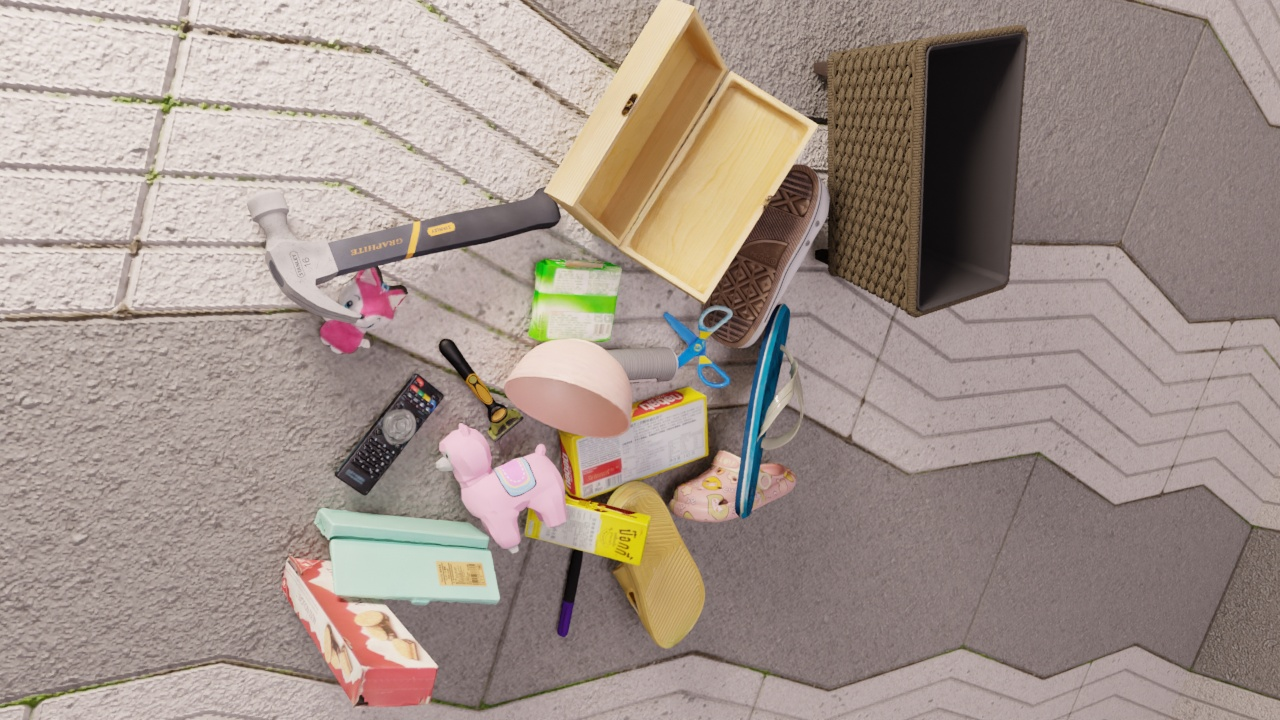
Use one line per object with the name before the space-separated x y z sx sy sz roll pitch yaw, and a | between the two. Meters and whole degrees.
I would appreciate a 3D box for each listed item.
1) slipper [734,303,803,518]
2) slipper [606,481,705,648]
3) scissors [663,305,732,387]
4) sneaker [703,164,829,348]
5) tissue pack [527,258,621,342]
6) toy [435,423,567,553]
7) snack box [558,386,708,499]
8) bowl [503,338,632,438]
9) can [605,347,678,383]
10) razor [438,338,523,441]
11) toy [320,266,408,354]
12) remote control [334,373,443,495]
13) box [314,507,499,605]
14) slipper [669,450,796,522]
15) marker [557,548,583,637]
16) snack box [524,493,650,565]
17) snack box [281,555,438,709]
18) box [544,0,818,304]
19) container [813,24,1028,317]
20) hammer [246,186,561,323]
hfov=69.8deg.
slipper | 0.175 0.063 1.195 0.118 0.060 0.294 44 57 -67
slipper | 0.012 0.265 1.224 0.099 0.078 0.263 -32 121 -20
scissors | 0.076 -0.018 1.174 0.125 0.013 0.127 43 105 -10
sneaker | 0.170 -0.129 1.190 0.097 0.091 0.245 9 107 -61
tissue pack | -0.075 -0.071 1.077 0.113 0.034 0.100 0 110 -33
toy | -0.159 0.138 1.061 0.123 0.067 0.157 -25 100 -17
snack box | -0.005 0.105 1.179 0.200 0.042 0.092 -16 115 -26
bowl | -0.074 0.023 1.057 0.153 0.153 0.076 38 58 -36
can | -0.007 0.007 1.141 0.106 0.044 0.044 -3 108 -31
razor | -0.188 0.031 1.052 0.044 0.021 0.144 -40 121 -14
toy | -0.286 -0.048 0.946 0.102 0.050 0.065 -50 130 -1
remote control | -0.277 0.080 1.013 0.140 0.021 0.045 -53 127 -12
box | -0.252 0.209 1.004 0.186 0.138 0.055 12 107 -35
slipper | 0.130 0.163 1.260 0.196 0.093 0.081 -12 102 -29
marker | -0.092 0.304 1.210 0.015 0.018 0.134 8 103 -14
snack box | -0.065 0.203 1.128 0.149 0.025 0.061 14 111 7
snack box | -0.288 0.261 0.914 0.076 0.273 0.044 14 92 -35
box | 0.044 -0.230 1.045 0.252 0.119 0.247 33 90 -25
container | 0.338 -0.247 1.166 0.176 0.205 0.321 -17 115 -27
hammer | -0.223 -0.133 0.943 0.311 0.035 0.139 -20 89 -32
